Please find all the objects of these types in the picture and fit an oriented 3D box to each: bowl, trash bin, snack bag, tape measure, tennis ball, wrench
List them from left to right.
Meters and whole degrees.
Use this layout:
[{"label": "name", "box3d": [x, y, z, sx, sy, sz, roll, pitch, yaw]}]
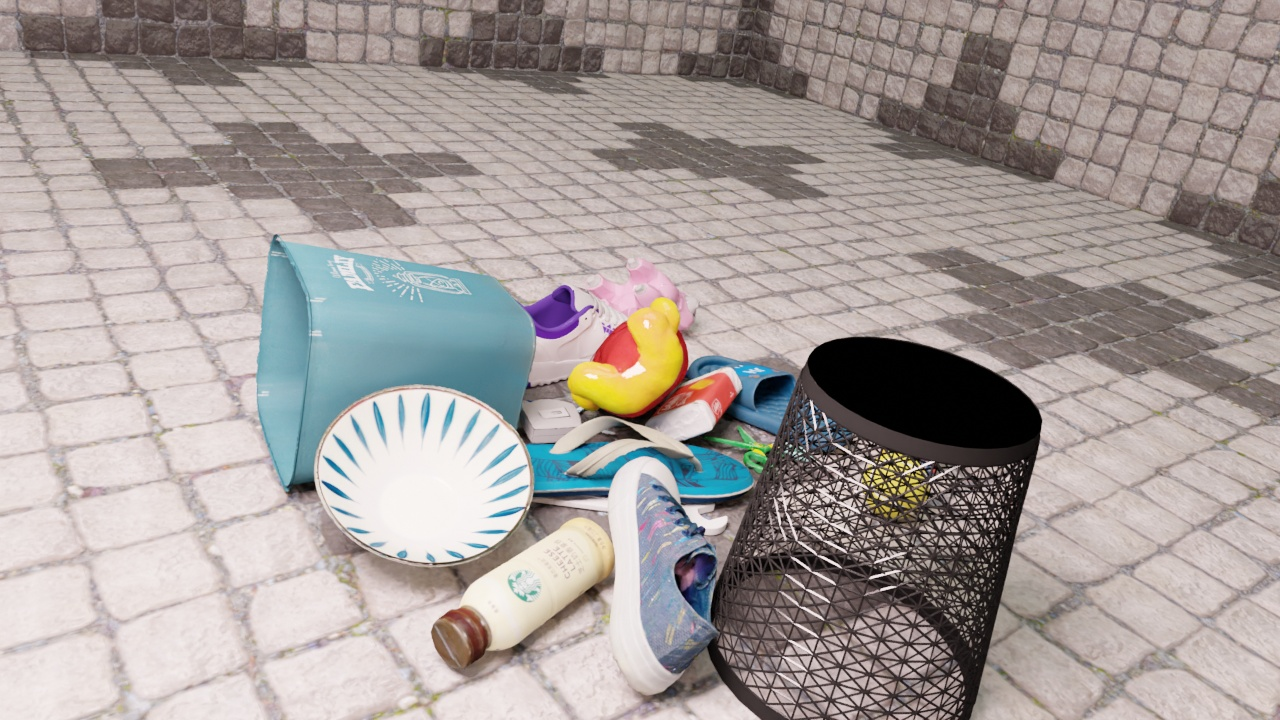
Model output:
[{"label": "trash bin", "box3d": [-0.238, 0.000, 0.888, 0.218, 0.199, 0.196, 0, 27, -33]}, {"label": "bowl", "box3d": [-0.184, 0.110, 0.775, 0.177, 0.071, 0.177, 12, 46, -13]}, {"label": "tape measure", "box3d": [-0.094, 0.061, 0.956, 0.062, 0.020, 0.060, -1, 28, -25]}, {"label": "wrench", "box3d": [-0.053, 0.133, 0.868, 0.273, 0.009, 0.047, 8, 26, -3]}, {"label": "snack bag", "box3d": [0.060, 0.050, 1.010, 0.077, 0.036, 0.115, -22, 11, 30]}, {"label": "trash bin", "box3d": [0.177, 0.126, 0.689, 0.217, 0.244, 0.216, 8, 26, -4]}, {"label": "tennis ball", "box3d": [0.256, 0.126, 0.922, 0.065, 0.065, 0.065, 8, 26, -4]}]

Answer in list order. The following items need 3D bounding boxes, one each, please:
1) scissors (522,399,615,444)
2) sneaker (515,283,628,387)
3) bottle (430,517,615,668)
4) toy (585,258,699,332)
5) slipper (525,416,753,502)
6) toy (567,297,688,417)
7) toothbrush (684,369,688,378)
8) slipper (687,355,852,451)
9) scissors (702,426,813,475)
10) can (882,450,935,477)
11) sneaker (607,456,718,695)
[{"label": "scissors", "box3d": [-0.094, 0.063, 0.992, 0.134, 0.014, 0.127, 21, 28, 25]}, {"label": "sneaker", "box3d": [-0.064, -0.042, 1.105, 0.243, 0.111, 0.092, -8, 31, -32]}, {"label": "bottle", "box3d": [-0.088, 0.179, 0.709, 0.056, 0.057, 0.161, 25, 30, 28]}, {"label": "toy", "box3d": [0.004, -0.073, 1.212, 0.123, 0.157, 0.067, -23, 62, 17]}, {"label": "slipper", "box3d": [-0.030, 0.090, 0.892, 0.294, 0.060, 0.118, 2, 15, -20]}, {"label": "toy", "box3d": [-0.006, 0.006, 0.991, 0.099, 0.147, 0.216, 55, 2, 2]}, {"label": "toothbrush", "box3d": [0.070, 0.019, 1.137, 0.189, 0.016, 0.017, -2, 36, -22]}, {"label": "slipper", "box3d": [0.154, 0.040, 1.075, 0.214, 0.059, 0.103, 28, 30, 31]}, {"label": "scissors", "box3d": [0.130, 0.096, 0.990, 0.131, 0.011, 0.125, 9, 17, -15]}, {"label": "can", "box3d": [0.305, 0.076, 1.003, 0.059, 0.100, 0.053, 15, 27, 8]}, {"label": "sneaker", "box3d": [0.027, 0.156, 0.737, 0.079, 0.087, 0.235, -32, 26, 18]}]
